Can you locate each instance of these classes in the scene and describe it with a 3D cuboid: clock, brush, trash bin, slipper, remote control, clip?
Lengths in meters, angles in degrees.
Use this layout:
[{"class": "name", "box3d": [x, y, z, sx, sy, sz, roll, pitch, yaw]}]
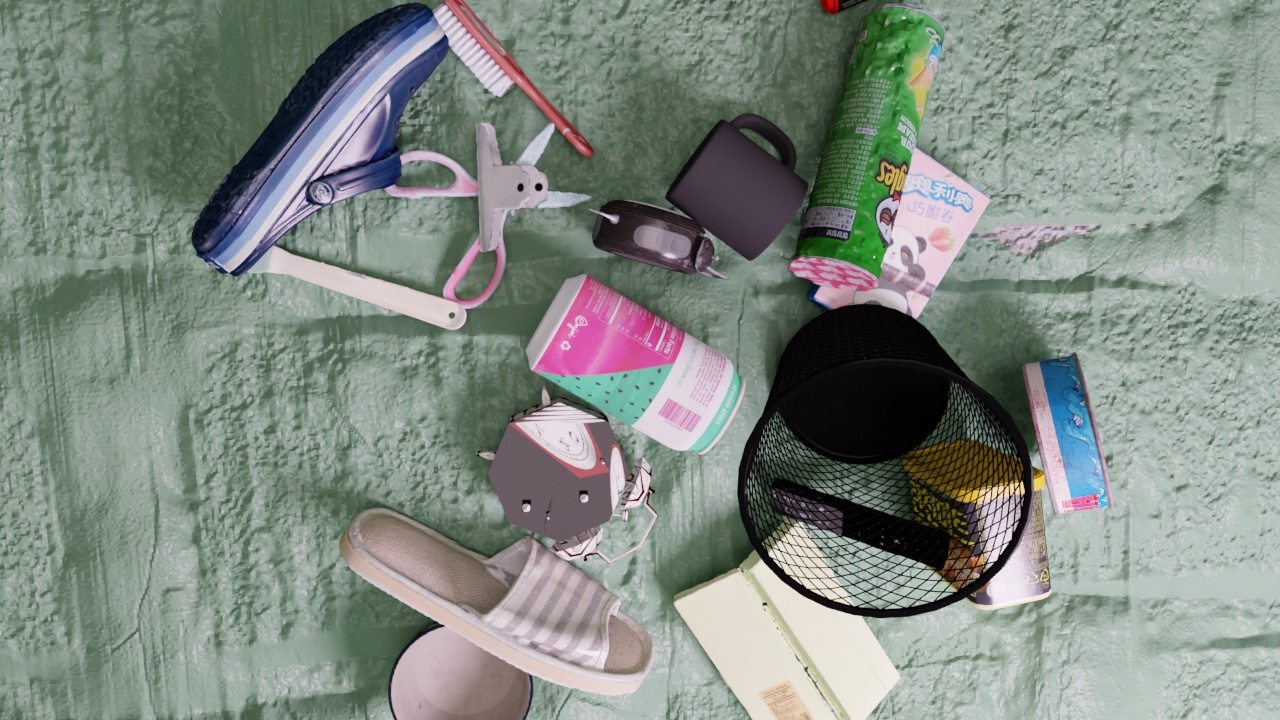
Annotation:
[{"class": "clock", "box3d": [0.014, -0.099, 0.734, 0.122, 0.091, 0.044, 15, 93, -11]}, {"class": "brush", "box3d": [-0.247, -0.066, 0.747, 0.217, 0.012, 0.033, 18, 94, -5]}, {"class": "trash bin", "box3d": [0.172, 0.053, 0.686, 0.184, 0.209, 0.184, 3, 109, 9]}, {"class": "clock", "box3d": [-0.053, 0.104, 0.759, 0.114, 0.065, 0.154, -45, 97, 0]}, {"class": "slipper", "box3d": [-0.111, 0.186, 0.744, 0.272, 0.114, 0.054, 25, 113, -5]}, {"class": "remote control", "box3d": [0.180, 0.135, 0.764, 0.150, 0.013, 0.034, 16, 137, 26]}, {"class": "brush", "box3d": [-0.105, -0.223, 0.741, 0.030, 0.041, 0.172, -40, 100, 16]}, {"class": "slipper", "box3d": [-0.236, -0.162, 0.706, 0.252, 0.105, 0.095, -50, 123, -5]}, {"class": "clip", "box3d": [-0.102, -0.137, 0.726, 0.054, 0.040, 0.102, 4, 101, 21]}]

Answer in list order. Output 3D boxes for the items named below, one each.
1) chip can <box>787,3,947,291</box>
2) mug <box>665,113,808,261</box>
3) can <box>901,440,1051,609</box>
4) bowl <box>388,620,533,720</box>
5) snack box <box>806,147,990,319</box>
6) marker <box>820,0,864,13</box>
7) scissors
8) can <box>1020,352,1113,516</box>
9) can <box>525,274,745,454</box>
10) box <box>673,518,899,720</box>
[{"class": "chip can", "box3d": [0.183, -0.171, 0.736, 0.075, 0.075, 0.223, 19, 82, -7]}, {"class": "mug", "box3d": [0.085, -0.151, 0.751, 0.088, 0.078, 0.113, 35, 64, -8]}, {"class": "can", "box3d": [0.278, 0.133, 0.764, 0.072, 0.131, 0.101, -11, 99, -5]}, {"class": "bowl", "box3d": [-0.147, 0.264, 0.768, 0.115, 0.059, 0.115, -1, 95, -6]}, {"class": "snack box", "box3d": [0.219, -0.096, 0.784, 0.088, 0.033, 0.154, 32, 92, -7]}, {"class": "marker", "box3d": [0.219, -0.327, 0.769, 0.145, 0.021, 0.023, -24, 72, -3]}, {"class": "scissors", "box3d": [-0.134, -0.131, 0.743, 0.168, 0.014, 0.171, 35, 103, -2]}, {"class": "can", "box3d": [0.353, 0.061, 0.761, 0.044, 0.129, 0.130, -13, 97, 23]}, {"class": "can", "box3d": [-0.004, 0.004, 0.743, 0.166, 0.088, 0.088, 30, 92, -8]}, {"class": "box", "box3d": [0.131, 0.246, 0.797, 0.140, 0.048, 0.188, -31, 103, 1]}]
